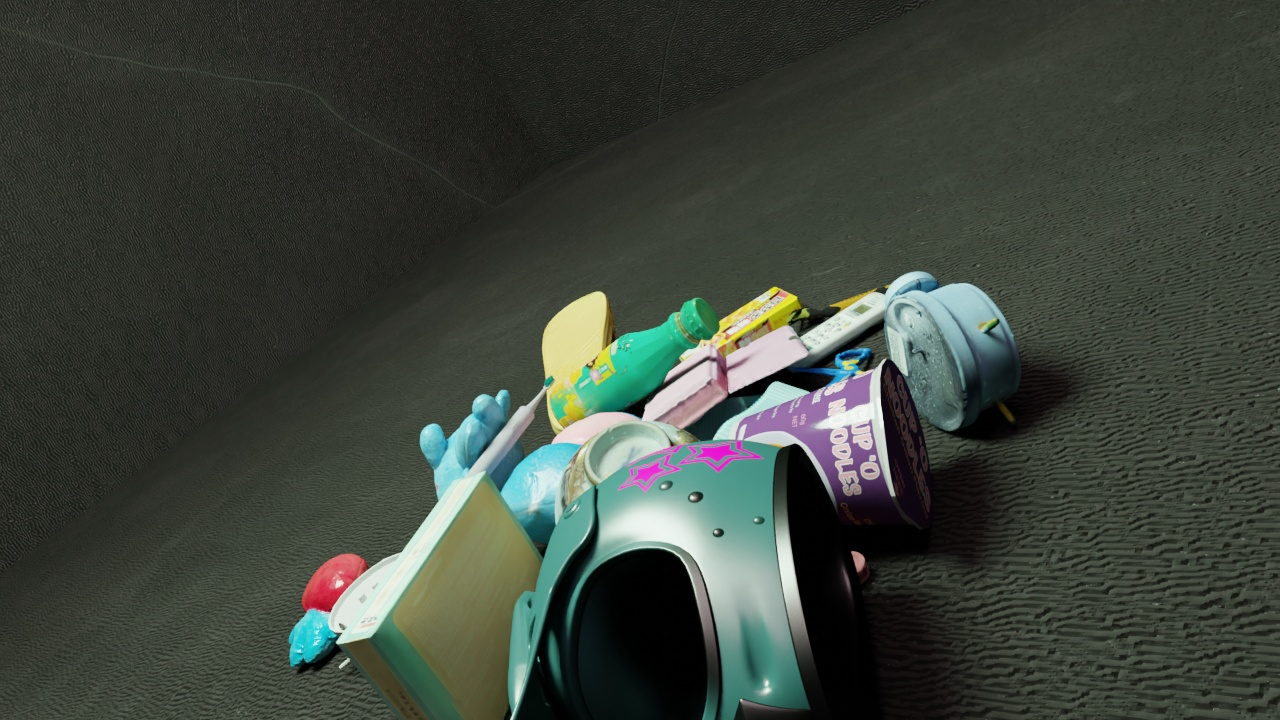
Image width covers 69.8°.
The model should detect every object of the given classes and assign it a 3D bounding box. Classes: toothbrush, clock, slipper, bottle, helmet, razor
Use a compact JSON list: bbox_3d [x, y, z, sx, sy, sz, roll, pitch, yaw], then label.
[{"bbox_3d":[-0.136,0.075,0.964,0.018,0.019,0.187,4,38,27],"label":"toothbrush"},{"bbox_3d":[-0.244,0.233,0.927,0.120,0.061,0.158,-17,26,33],"label":"clock"},{"bbox_3d":[-0.072,0.016,1.195,0.099,0.078,0.262,-19,39,12],"label":"slipper"},{"bbox_3d":[0.244,-0.011,0.751,0.060,0.118,0.162,-21,25,-7],"label":"clock"},{"bbox_3d":[-0.006,0.006,0.977,0.210,0.068,0.067,-35,15,30],"label":"bottle"},{"bbox_3d":[0.019,0.166,0.544,0.200,0.176,0.274,-21,21,18],"label":"helmet"},{"bbox_3d":[0.115,0.060,0.835,0.115,0.069,0.277,-36,19,-25],"label":"slipper"},{"bbox_3d":[0.235,-0.065,1.029,0.144,0.021,0.044,-18,0,32],"label":"razor"}]

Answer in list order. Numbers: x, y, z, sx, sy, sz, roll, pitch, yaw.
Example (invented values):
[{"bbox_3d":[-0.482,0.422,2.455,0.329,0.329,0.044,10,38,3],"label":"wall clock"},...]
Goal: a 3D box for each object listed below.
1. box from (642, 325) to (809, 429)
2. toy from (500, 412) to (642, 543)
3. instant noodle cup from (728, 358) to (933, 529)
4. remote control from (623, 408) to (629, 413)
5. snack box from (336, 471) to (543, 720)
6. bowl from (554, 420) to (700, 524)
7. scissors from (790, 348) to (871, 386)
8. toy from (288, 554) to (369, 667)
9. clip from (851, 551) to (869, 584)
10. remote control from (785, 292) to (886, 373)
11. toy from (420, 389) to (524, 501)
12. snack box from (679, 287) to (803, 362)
[{"bbox_3d":[0.083,0.010,0.954,0.179,0.040,0.232,-31,5,7],"label":"box"},{"bbox_3d":[-0.053,0.113,0.914,0.225,0.099,0.191,-17,14,26],"label":"toy"},{"bbox_3d":[0.133,0.075,0.669,0.122,0.122,0.136,-15,15,27],"label":"instant noodle cup"},{"bbox_3d":[-0.040,0.055,1.067,0.058,0.013,0.133,-8,46,22],"label":"remote control"},{"bbox_3d":[-0.139,0.202,0.734,0.044,0.141,0.193,-19,22,27],"label":"snack box"},{"bbox_3d":[-0.002,0.106,0.755,0.160,0.094,0.159,-8,43,8],"label":"bowl"},{"bbox_3d":[0.201,0.012,0.873,0.127,0.013,0.125,1,19,37],"label":"scissors"},{"bbox_3d":[-0.333,0.267,0.988,0.092,0.062,0.132,-35,30,40],"label":"toy"},{"bbox_3d":[0.136,0.138,0.659,0.023,0.045,0.060,-41,8,-19],"label":"clip"},{"bbox_3d":[0.209,-0.028,0.975,0.133,0.022,0.050,-32,19,-4],"label":"remote control"},{"bbox_3d":[-0.187,0.105,1.008,0.115,0.181,0.183,12,55,8],"label":"toy"},{"bbox_3d":[0.120,-0.035,1.116,0.152,0.025,0.075,-32,20,-3],"label":"snack box"}]
